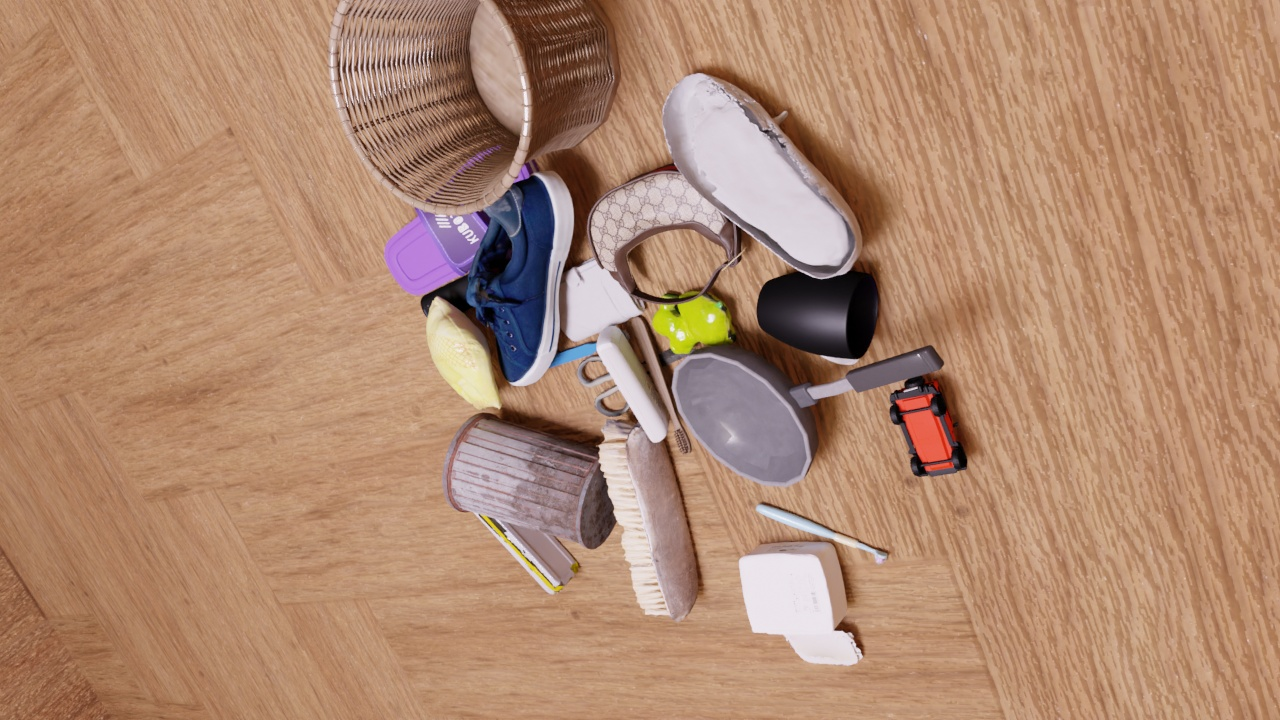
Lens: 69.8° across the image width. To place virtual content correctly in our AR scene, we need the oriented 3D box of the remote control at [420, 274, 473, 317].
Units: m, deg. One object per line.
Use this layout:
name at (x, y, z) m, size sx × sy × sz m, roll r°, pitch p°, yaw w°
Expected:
remote control at (-0.222, -0.082, 1.147) m, size 0.152 × 0.020 × 0.041 m, roll -19°, pitch 105°, yaw 38°

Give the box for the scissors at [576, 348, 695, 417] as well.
scissors at (0.000, 0.022, 1.077) m, size 0.170 × 0.012 × 0.132 m, roll 6°, pitch 117°, yaw 23°

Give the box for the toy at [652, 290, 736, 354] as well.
toy at (0.059, -0.041, 0.994) m, size 0.094 × 0.036 × 0.094 m, roll 48°, pitch 134°, yaw 9°

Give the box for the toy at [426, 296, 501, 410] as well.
toy at (-0.223, -0.006, 1.136) m, size 0.155 × 0.064 × 0.171 m, roll 63°, pitch 160°, yaw -6°

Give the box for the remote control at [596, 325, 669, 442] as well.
remote control at (-0.007, 0.026, 1.036) m, size 0.025 × 0.060 × 0.138 m, roll -26°, pitch 108°, yaw 14°

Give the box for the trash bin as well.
trash bin at (-0.138, 0.148, 1.149) m, size 0.211 × 0.130 × 0.131 m, roll 13°, pitch 120°, yaw 23°

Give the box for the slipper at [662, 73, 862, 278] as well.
slipper at (0.116, -0.176, 0.861) m, size 0.112 × 0.074 × 0.247 m, roll -45°, pitch 76°, yaw 9°

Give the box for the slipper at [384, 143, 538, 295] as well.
slipper at (-0.226, -0.148, 1.075) m, size 0.267 × 0.083 × 0.107 m, roll -27°, pitch 99°, yaw 37°

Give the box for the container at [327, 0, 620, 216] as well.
container at (-0.149, -0.278, 0.891) m, size 0.227 × 0.195 × 0.227 m, roll 14°, pitch 120°, yaw 24°

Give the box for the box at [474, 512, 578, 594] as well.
box at (-0.169, 0.226, 1.249) m, size 0.209 × 0.064 × 0.033 m, roll 46°, pitch 119°, yaw 2°

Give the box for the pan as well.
pan at (0.159, 0.034, 0.903) m, size 0.178 × 0.041 × 0.358 m, roll 52°, pitch 149°, yaw -8°

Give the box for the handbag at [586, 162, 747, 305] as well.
handbag at (0.030, -0.128, 0.948) m, size 0.167 × 0.063 × 0.138 m, roll -16°, pitch 106°, yaw 30°

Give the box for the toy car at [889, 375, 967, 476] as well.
toy car at (0.285, 0.066, 0.905) m, size 0.051 × 0.048 × 0.100 m, roll -16°, pitch 106°, yaw 35°

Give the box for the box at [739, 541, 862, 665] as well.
box at (0.189, 0.297, 1.066) m, size 0.111 × 0.083 × 0.190 m, roll -8°, pitch 111°, yaw 35°

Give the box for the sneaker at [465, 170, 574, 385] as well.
sneaker at (-0.154, -0.070, 1.015) m, size 0.120 × 0.127 × 0.295 m, roll 54°, pitch 148°, yaw 32°

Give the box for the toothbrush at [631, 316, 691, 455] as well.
toothbrush at (0.024, 0.029, 1.039) m, size 0.016 × 0.016 × 0.167 m, roll -21°, pitch 88°, yaw 28°

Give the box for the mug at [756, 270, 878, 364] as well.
mug at (0.175, -0.038, 0.906) m, size 0.100 × 0.084 × 0.119 m, roll 10°, pitch 148°, yaw 33°

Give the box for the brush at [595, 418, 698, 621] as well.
brush at (0.013, 0.194, 1.112) m, size 0.057 × 0.083 × 0.271 m, roll -1°, pitch 114°, yaw 33°

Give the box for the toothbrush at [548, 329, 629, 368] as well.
toothbrush at (-0.077, -0.010, 1.107) m, size 0.167 × 0.014 × 0.016 m, roll -17°, pitch 105°, yaw 40°

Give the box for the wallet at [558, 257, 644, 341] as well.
wallet at (-0.057, -0.071, 1.049) m, size 0.116 × 0.032 × 0.086 m, roll -26°, pitch 100°, yaw 38°

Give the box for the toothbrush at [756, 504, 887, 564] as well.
toothbrush at (0.204, 0.195, 1.042) m, size 0.155 × 0.016 × 0.022 m, roll 20°, pitch 160°, yaw 20°
